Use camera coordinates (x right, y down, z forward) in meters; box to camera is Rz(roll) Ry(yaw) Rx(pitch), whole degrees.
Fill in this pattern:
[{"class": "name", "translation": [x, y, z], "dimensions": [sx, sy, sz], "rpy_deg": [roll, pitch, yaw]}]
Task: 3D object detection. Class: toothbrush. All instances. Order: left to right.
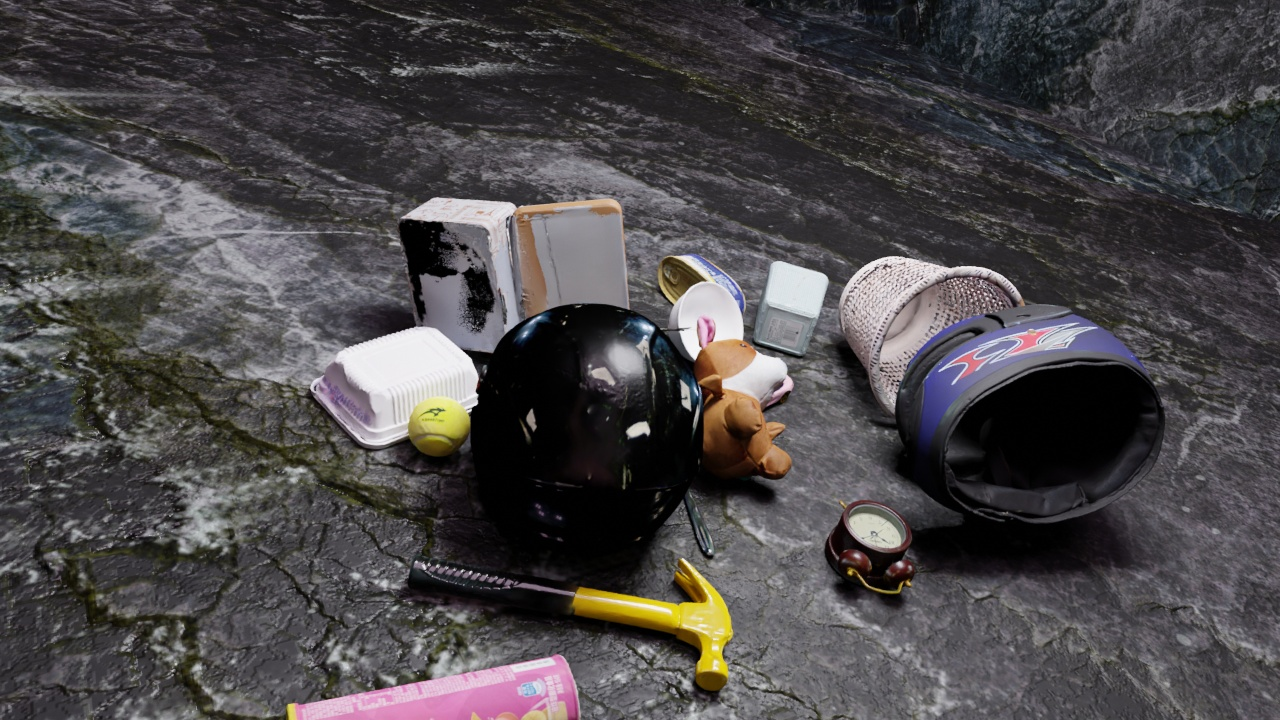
[{"class": "toothbrush", "translation": [0.054, 0.147, 1.017], "dimensions": [0.015, 0.018, 0.181], "rpy_deg": [5, 36, -19]}]

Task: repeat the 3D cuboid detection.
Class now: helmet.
[{"class": "helmet", "translation": [-0.048, 0.057, 0.922], "dimensions": [0.233, 0.231, 0.274], "rpy_deg": [2, 74, -17]}, {"class": "helmet", "translation": [0.424, 0.058, 1.083], "dimensions": [0.315, 0.247, 0.240], "rpy_deg": [-4, 16, -15]}]

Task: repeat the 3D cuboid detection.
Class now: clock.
[{"class": "clock", "translation": [0.244, 0.201, 0.969], "dimensions": [0.082, 0.055, 0.121], "rpy_deg": [11, 35, -5]}]

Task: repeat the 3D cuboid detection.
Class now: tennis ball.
[{"class": "tennis ball", "translation": [-0.216, 0.071, 0.986], "dimensions": [0.065, 0.066, 0.065], "rpy_deg": [9, 33, -6]}]

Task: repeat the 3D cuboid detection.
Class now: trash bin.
[{"class": "trash bin", "translation": [0.380, -0.047, 1.268], "dimensions": [0.227, 0.228, 0.192], "rpy_deg": [3, 22, -16]}]

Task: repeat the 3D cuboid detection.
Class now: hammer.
[{"class": "hammer", "translation": [-0.062, 0.221, 0.849], "dimensions": [0.300, 0.033, 0.128], "rpy_deg": [11, 33, -4]}]

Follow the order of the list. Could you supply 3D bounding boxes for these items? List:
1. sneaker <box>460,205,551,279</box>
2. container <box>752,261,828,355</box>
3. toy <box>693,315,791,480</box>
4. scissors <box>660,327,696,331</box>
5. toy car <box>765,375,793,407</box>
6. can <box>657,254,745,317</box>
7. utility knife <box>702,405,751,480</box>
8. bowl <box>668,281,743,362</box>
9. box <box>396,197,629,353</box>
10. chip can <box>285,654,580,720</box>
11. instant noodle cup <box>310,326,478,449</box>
[{"class": "sneaker", "translation": [-0.157, -0.159, 1.278], "dimensions": [0.242, 0.091, 0.089], "rpy_deg": [6, 41, 23]}, {"class": "container", "translation": [0.216, -0.073, 1.339], "dimensions": [0.090, 0.090, 0.111], "rpy_deg": [17, 36, 6]}, {"class": "toy", "translation": [0.116, 0.041, 1.077], "dimensions": [0.130, 0.140, 0.199], "rpy_deg": [-24, 36, 12]}, {"class": "scissors", "translation": [0.015, -0.040, 1.200], "dimensions": [0.168, 0.014, 0.156], "rpy_deg": [2, -2, 10]}, {"class": "toy car", "translation": [0.151, 0.038, 1.196], "dimensions": [0.122, 0.037, 0.056], "rpy_deg": [-22, 46, -40]}, {"class": "can", "translation": [0.089, -0.104, 1.350], "dimensions": [0.049, 0.075, 0.148], "rpy_deg": [-13, 41, -38]}, {"class": "utility knife", "translation": [0.097, 0.092, 1.118], "dimensions": [0.029, 0.013, 0.151], "rpy_deg": [-5, 40, -21]}, {"class": "bowl", "translation": [0.076, -0.044, 1.252], "dimensions": [0.118, 0.118, 0.065], "rpy_deg": [-18, 6, -39]}, {"class": "box", "translation": [-0.147, -0.105, 1.122], "dimensions": [0.261, 0.179, 0.105], "rpy_deg": [7, 32, 17]}, {"class": "chip can", "translation": [-0.155, 0.278, 0.697], "dimensions": [0.210, 0.072, 0.071], "rpy_deg": [-3, 37, -24]}, {"class": "instant noodle cup", "translation": [-0.271, 0.020, 1.050], "dimensions": [0.138, 0.060, 0.173], "rpy_deg": [36, 41, 30]}]
